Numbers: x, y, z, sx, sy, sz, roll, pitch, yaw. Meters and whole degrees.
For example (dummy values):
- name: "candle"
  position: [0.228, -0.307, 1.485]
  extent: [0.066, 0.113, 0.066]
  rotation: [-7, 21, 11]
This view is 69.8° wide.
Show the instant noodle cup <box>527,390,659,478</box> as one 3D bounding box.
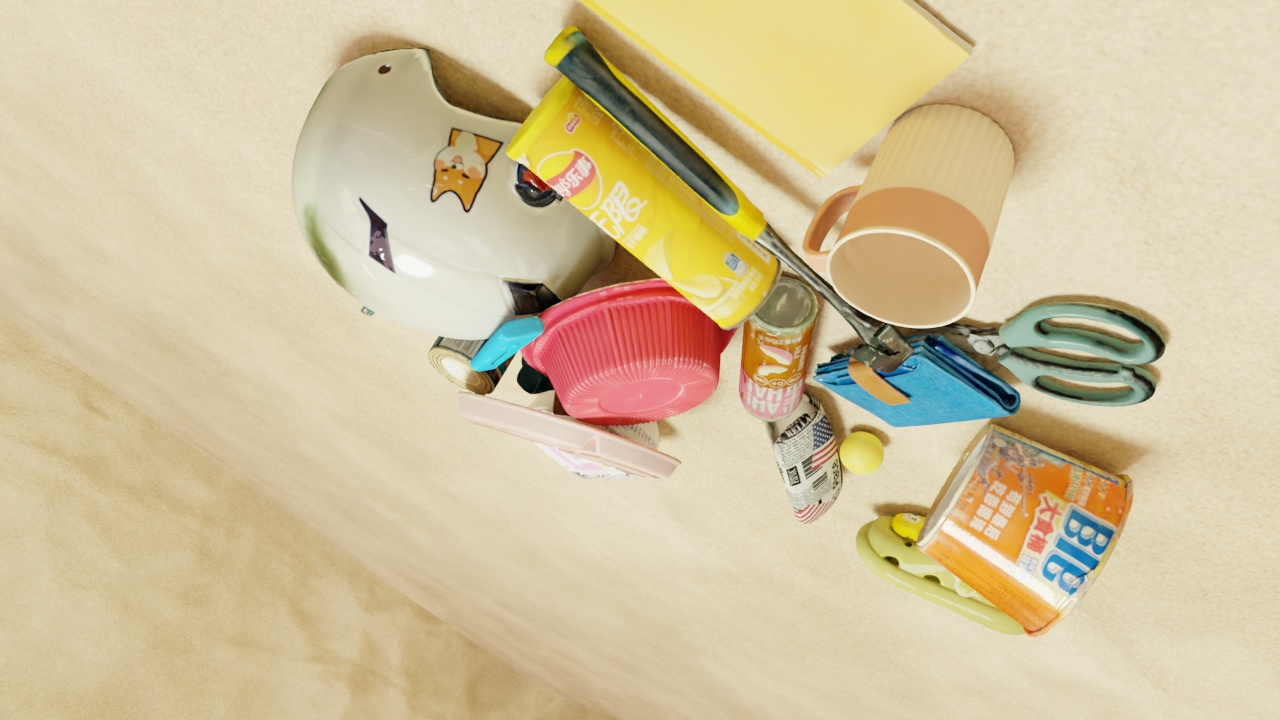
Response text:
- name: "instant noodle cup"
  position: [-0.056, 0.077, 1.067]
  extent: [0.138, 0.060, 0.174]
  rotation: [42, 151, -26]

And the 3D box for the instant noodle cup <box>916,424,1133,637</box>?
- name: "instant noodle cup"
  position: [0.303, 0.129, 0.744]
  extent: [0.111, 0.151, 0.152]
  rotation: [30, 154, 14]

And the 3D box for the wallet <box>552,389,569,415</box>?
- name: "wallet"
  position: [-0.031, 0.010, 0.899]
  extent: [0.107, 0.031, 0.132]
  rotation: [2, 140, -9]

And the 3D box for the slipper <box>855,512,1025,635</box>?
- name: "slipper"
  position: [0.318, 0.201, 0.932]
  extent: [0.191, 0.091, 0.082]
  rotation: [26, 115, 24]

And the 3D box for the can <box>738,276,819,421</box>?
- name: "can"
  position: [0.113, -0.006, 0.769]
  extent: [0.058, 0.057, 0.147]
  rotation: [20, 152, 15]

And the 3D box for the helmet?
- name: "helmet"
  position: [-0.169, -0.105, 0.753]
  extent: [0.274, 0.156, 0.231]
  rotation: [38, 152, -18]

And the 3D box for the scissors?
- name: "scissors"
  position: [0.273, -0.020, 0.642]
  extent: [0.185, 0.019, 0.130]
  rotation: [20, 152, 12]

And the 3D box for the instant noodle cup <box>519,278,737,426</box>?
- name: "instant noodle cup"
  position: [-0.005, 0.005, 0.787]
  extent: [0.194, 0.065, 0.194]
  rotation: [-7, 156, -3]

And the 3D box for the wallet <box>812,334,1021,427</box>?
- name: "wallet"
  position: [0.216, 0.020, 0.731]
  extent: [0.106, 0.040, 0.133]
  rotation: [30, 160, -19]

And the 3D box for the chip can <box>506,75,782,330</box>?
- name: "chip can"
  position: [0.006, -0.113, 0.673]
  extent: [0.213, 0.071, 0.072]
  rotation: [37, 152, -19]

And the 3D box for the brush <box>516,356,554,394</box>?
- name: "brush"
  position: [-0.097, -0.002, 0.954]
  extent: [0.055, 0.073, 0.144]
  rotation: [40, 153, 1]

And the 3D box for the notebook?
- name: "notebook"
  position: [0.066, -0.199, 0.534]
  extent: [0.206, 0.010, 0.146]
  rotation: [33, 153, -10]

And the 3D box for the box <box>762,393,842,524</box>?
- name: "box"
  position: [0.157, 0.100, 0.882]
  extent: [0.076, 0.087, 0.163]
  rotation: [-1, 141, 19]

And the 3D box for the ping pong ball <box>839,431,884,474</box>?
- name: "ping pong ball"
  position: [0.208, 0.087, 0.861]
  extent: [0.040, 0.040, 0.040]
  rotation: [22, 152, 12]

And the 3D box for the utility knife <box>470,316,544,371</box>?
- name: "utility knife"
  position: [-0.118, -0.009, 0.770]
  extent: [0.160, 0.034, 0.018]
  rotation: [-29, 75, 65]

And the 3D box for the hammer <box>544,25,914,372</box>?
- name: "hammer"
  position: [0.066, -0.104, 0.622]
  extent: [0.323, 0.126, 0.032]
  rotation: [41, 106, -11]

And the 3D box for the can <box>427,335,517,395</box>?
- name: "can"
  position: [-0.153, -0.030, 0.916]
  extent: [0.075, 0.111, 0.075]
  rotation: [22, 152, 12]

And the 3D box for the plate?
- name: "plate"
  position: [-0.072, 0.077, 0.900]
  extent: [0.229, 0.028, 0.229]
  rotation: [18, 173, 2]

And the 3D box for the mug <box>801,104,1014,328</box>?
- name: "mug"
  position: [0.154, -0.084, 0.545]
  extent: [0.115, 0.105, 0.081]
  rotation: [-1, 141, 44]

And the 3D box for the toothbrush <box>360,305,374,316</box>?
- name: "toothbrush"
  position: [-0.226, -0.072, 0.878]
  extent: [0.016, 0.191, 0.018]
  rotation: [40, 107, -7]
